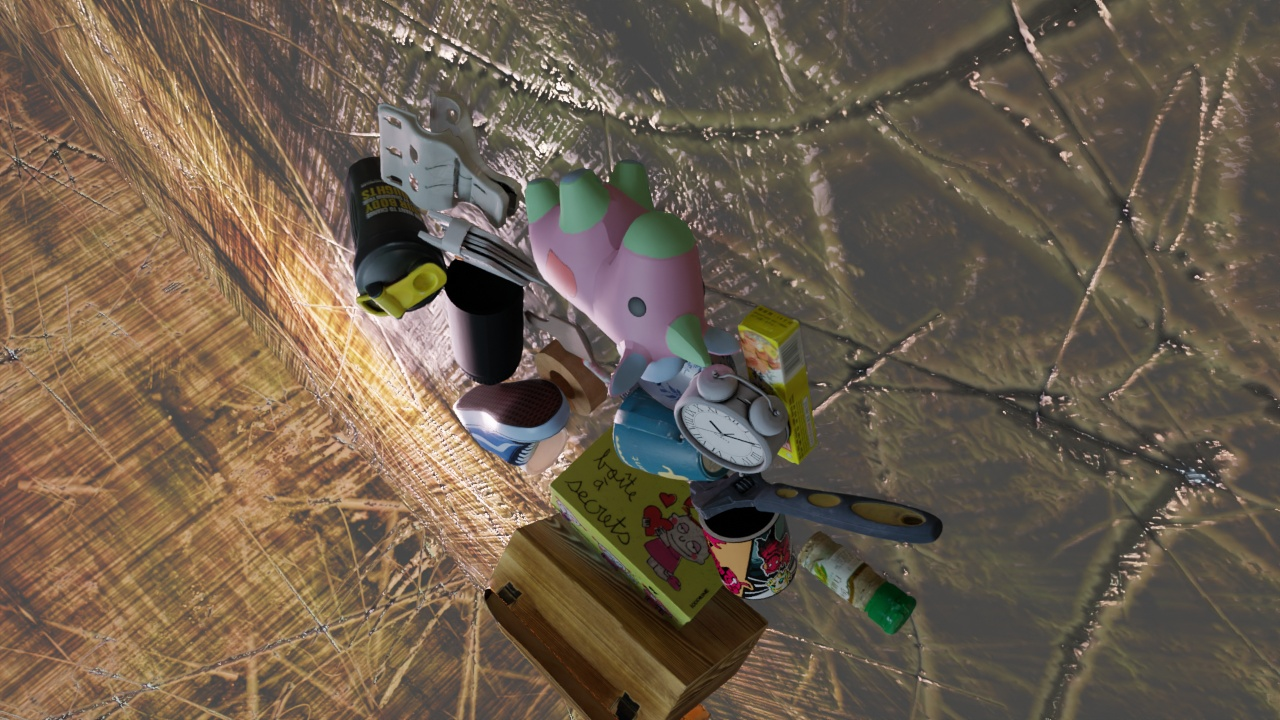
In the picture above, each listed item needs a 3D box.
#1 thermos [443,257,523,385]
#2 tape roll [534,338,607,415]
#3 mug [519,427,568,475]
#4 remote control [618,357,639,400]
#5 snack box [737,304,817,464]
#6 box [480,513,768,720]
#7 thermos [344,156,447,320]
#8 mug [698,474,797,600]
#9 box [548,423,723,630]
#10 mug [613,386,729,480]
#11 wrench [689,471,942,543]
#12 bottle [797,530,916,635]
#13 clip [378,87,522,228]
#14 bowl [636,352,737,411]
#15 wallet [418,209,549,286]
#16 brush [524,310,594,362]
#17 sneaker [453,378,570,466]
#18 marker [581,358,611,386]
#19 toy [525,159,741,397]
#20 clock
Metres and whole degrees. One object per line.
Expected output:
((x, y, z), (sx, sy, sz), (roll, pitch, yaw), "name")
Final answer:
((-0.181, -0.039, 1.079), (0.086, 0.086, 0.199), (42, 155, 14), "thermos")
((-0.082, 0.020, 1.073), (0.094, 0.027, 0.094), (38, 154, 22), "tape roll")
((-0.164, 0.095, 1.257), (0.105, 0.082, 0.082), (35, 153, 27), "mug")
((-0.006, 0.005, 0.939), (0.032, 0.015, 0.137), (44, 153, 11), "remote control")
((0.113, 0.022, 0.748), (0.040, 0.028, 0.148), (28, 149, 39), "snack box")
((-0.035, 0.339, 1.140), (0.279, 0.250, 0.192), (39, 110, 24), "box")
((-0.276, -0.136, 1.003), (0.098, 0.098, 0.220), (77, 168, -47), "thermos")
((0.104, 0.168, 0.936), (0.118, 0.082, 0.098), (-117, 5, -50), "mug")
((0.009, 0.189, 1.062), (0.221, 0.124, 0.079), (45, 156, 13), "box")
((0.029, 0.070, 0.878), (0.104, 0.084, 0.112), (13, 173, 43), "mug")
((0.143, 0.128, 0.820), (0.274, 0.073, 0.022), (4, 132, 50), "wrench")
((0.201, 0.207, 0.860), (0.111, 0.043, 0.043), (36, 153, 27), "bottle")
((-0.178, -0.198, 0.897), (0.152, 0.101, 0.127), (19, 156, -4), "clip")
((0.042, -0.001, 0.803), (0.114, 0.045, 0.114), (28, 150, 17), "bowl")
((-0.152, -0.107, 0.932), (0.115, 0.037, 0.118), (23, 178, 15), "wallet")
((-0.092, -0.036, 1.029), (0.136, 0.015, 0.050), (26, 147, 52), "brush")
((-0.140, 0.083, 1.121), (0.242, 0.083, 0.098), (1, 129, 56), "sneaker")
((-0.013, 0.043, 1.011), (0.142, 0.012, 0.013), (42, 155, 15), "marker")
((-0.022, -0.068, 0.729), (0.222, 0.120, 0.171), (10, 116, 59), "toy")
((0.075, 0.047, 0.747), (0.094, 0.035, 0.123), (32, 153, 9), "clock")
